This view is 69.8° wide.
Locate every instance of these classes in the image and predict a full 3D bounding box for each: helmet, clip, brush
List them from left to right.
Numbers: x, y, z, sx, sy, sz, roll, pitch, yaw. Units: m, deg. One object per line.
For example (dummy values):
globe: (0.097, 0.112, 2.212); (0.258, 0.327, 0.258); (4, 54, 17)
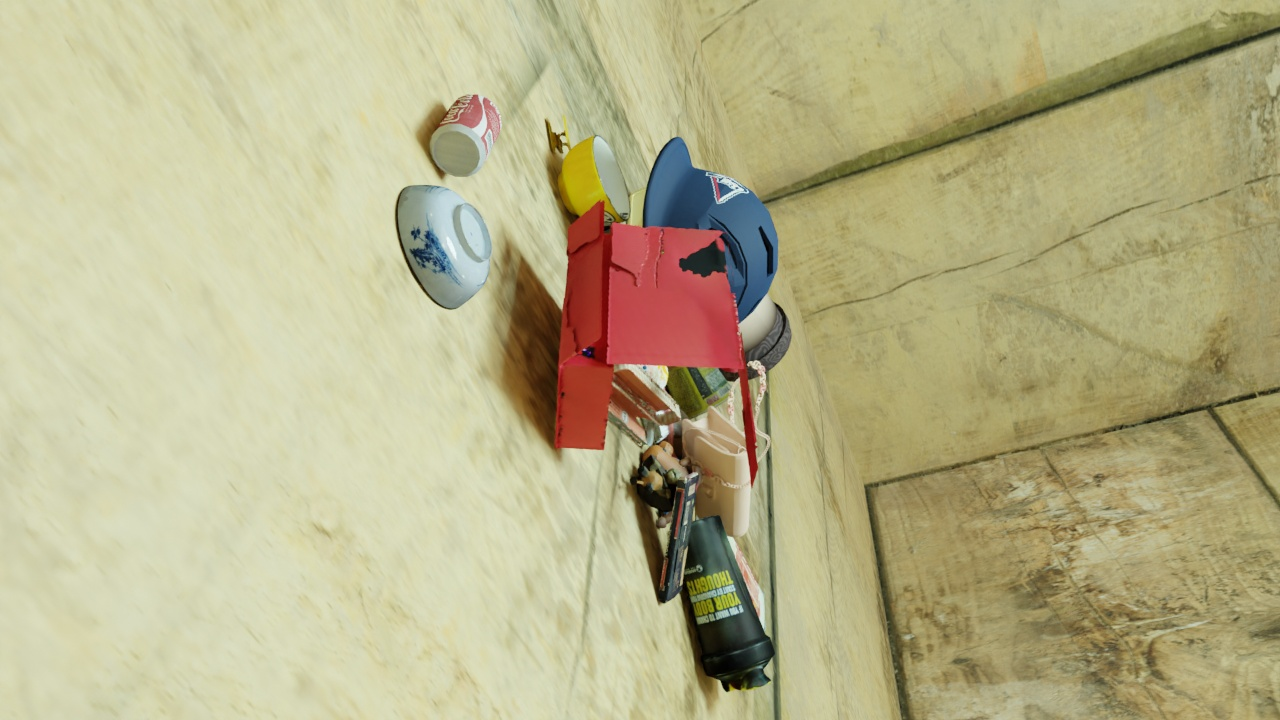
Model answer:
clip: (-0.102, -0.296, 1.220); (0.048, 0.045, 0.054); (10, 61, -44)
brush: (0.029, 0.108, 1.249); (0.030, 0.041, 0.172); (-23, 99, -56)
helmet: (0.070, -0.160, 1.220); (0.231, 0.223, 0.272); (-54, 136, -57)

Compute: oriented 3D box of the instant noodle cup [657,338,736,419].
instant noodle cup: (0.077, 0.025, 1.394); (0.108, 0.102, 0.102); (62, 18, -4)

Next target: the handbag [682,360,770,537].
handbag: (0.153, 0.125, 1.277); (0.116, 0.186, 0.199); (37, -39, 42)

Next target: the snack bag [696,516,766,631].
snack bag: (0.139, 0.319, 1.392); (0.077, 0.041, 0.225); (-83, 153, -52)

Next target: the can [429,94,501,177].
can: (-0.168, -0.220, 0.890); (0.096, 0.054, 0.054); (-83, 151, -53)

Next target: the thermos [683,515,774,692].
thermos: (0.105, 0.319, 1.204); (0.098, 0.098, 0.220); (23, 47, -69)

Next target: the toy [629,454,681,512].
toy: (0.018, 0.150, 1.127); (0.100, 0.063, 0.076); (25, 39, -61)

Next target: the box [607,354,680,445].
box: (-0.005, 0.052, 1.141); (0.078, 0.054, 0.187); (-56, 146, -6)

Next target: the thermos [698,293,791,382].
thermos: (0.146, -0.095, 1.608); (0.226, 0.173, 0.172); (52, 26, -37)

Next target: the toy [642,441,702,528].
toy: (0.029, 0.161, 1.197); (0.090, 0.071, 0.102); (50, 49, -26)

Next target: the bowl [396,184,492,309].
bowl: (-0.163, -0.106, 0.810); (0.114, 0.045, 0.114); (-16, 90, -73)

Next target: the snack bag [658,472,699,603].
snack bag: (0.049, 0.217, 1.132); (0.074, 0.018, 0.155); (2, 98, -73)

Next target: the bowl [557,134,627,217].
bowl: (-0.066, -0.228, 1.200); (0.117, 0.068, 0.117); (-17, 90, -74)

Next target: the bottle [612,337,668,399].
bottle: (-0.007, 0.007, 1.173); (0.109, 0.063, 0.063); (48, 30, -59)

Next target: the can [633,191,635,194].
can: (0.031, -0.208, 1.488); (0.104, 0.075, 0.135); (56, 23, -38)

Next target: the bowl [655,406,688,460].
bowl: (0.054, 0.109, 1.327); (0.119, 0.032, 0.119); (-16, 90, -73)

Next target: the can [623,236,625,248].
can: (-0.045, -0.188, 1.290); (0.032, 0.032, 0.095); (-87, 155, -48)

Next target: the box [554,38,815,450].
box: (0.006, -0.104, 0.882); (0.107, 0.411, 0.211); (21, 41, -20)
